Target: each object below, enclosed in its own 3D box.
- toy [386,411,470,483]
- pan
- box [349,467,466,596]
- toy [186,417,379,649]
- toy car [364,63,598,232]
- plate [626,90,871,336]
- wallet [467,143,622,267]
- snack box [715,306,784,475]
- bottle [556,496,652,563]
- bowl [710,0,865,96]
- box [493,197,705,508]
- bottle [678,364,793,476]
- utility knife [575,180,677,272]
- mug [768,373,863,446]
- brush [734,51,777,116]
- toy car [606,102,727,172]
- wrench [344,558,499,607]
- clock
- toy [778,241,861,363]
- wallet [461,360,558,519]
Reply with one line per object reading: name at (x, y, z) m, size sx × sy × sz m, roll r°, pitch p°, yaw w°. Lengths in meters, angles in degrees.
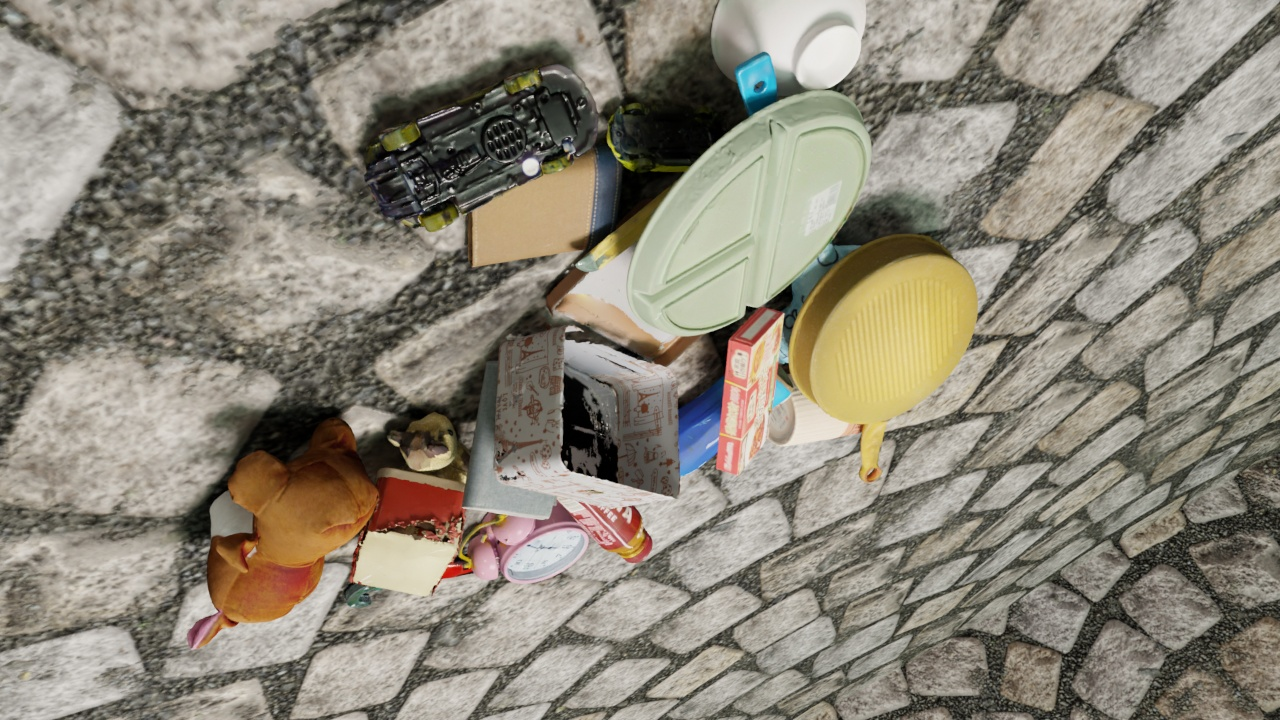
toy at (-0.172, 0.098, 0.860) m, size 0.105 × 0.066 × 0.157 m, roll 7°, pitch 158°, yaw 22°
pan at (0.249, 0.025, 0.958) m, size 0.197 × 0.078 × 0.358 m, roll -24°, pitch 129°, yaw -10°
box at (-0.214, 0.171, 0.845) m, size 0.091 × 0.076 × 0.169 m, roll 14°, pitch 147°, yaw -14°
toy at (-0.306, 0.145, 0.764) m, size 0.139 × 0.130 × 0.200 m, roll -30°, pitch 155°, yaw -58°
toy car at (-0.103, -0.140, 0.602) m, size 0.158 × 0.042 × 0.070 m, roll -24°, pitch 115°, yaw -5°
plate at (0.089, -0.101, 0.704) m, size 0.229 × 0.027 × 0.231 m, roll -31°, pitch 154°, yaw -17°
wallet at (-0.072, -0.114, 0.680) m, size 0.115 × 0.033 × 0.090 m, roll -14°, pitch 140°, yaw -21°
snack box at (0.105, 0.031, 0.886) m, size 0.075 × 0.025 × 0.153 m, roll -42°, pitch 143°, yaw -48°
bottle at (-0.044, 0.156, 0.979) m, size 0.057 × 0.057 × 0.175 m, roll -33°, pitch 128°, yaw 4°
bowl at (0.116, -0.227, 0.642) m, size 0.118 × 0.064 × 0.118 m, roll -20°, pitch 145°, yaw -15°
box at (-0.018, 0.002, 0.815) m, size 0.179 × 0.134 × 0.270 m, roll 26°, pitch 88°, yaw -51°
bottle at (0.062, 0.075, 0.989) m, size 0.219 × 0.065 × 0.065 m, roll -40°, pitch 145°, yaw 15°
utility knife at (0.029, -0.133, 0.716) m, size 0.204 × 0.021 × 0.031 m, roll -45°, pitch 160°, yaw -11°
mug at (0.197, 0.037, 1.036) m, size 0.105 × 0.082 × 0.115 m, roll -8°, pitch 114°, yaw -26°
brush at (0.101, -0.152, 0.711) m, size 0.083 × 0.046 × 0.255 m, roll -28°, pitch 159°, yaw 3°
toy car at (0.020, -0.161, 0.677) m, size 0.105 × 0.048 × 0.032 m, roll -6°, pitch 172°, yaw -32°
wrench at (-0.199, 0.239, 1.052) m, size 0.272 × 0.016 × 0.056 m, roll -6°, pitch 141°, yaw -31°
clock at (-0.128, 0.193, 1.006) m, size 0.158 × 0.059 × 0.117 m, roll 11°, pitch 128°, yaw -42°
toy at (0.186, -0.059, 0.920) m, size 0.156 × 0.049 × 0.161 m, roll -34°, pitch 141°, yaw 14°
wallet at (-0.110, 0.074, 0.827) m, size 0.037 × 0.129 × 0.106 m, roll -1°, pitch 166°, yaw 37°
